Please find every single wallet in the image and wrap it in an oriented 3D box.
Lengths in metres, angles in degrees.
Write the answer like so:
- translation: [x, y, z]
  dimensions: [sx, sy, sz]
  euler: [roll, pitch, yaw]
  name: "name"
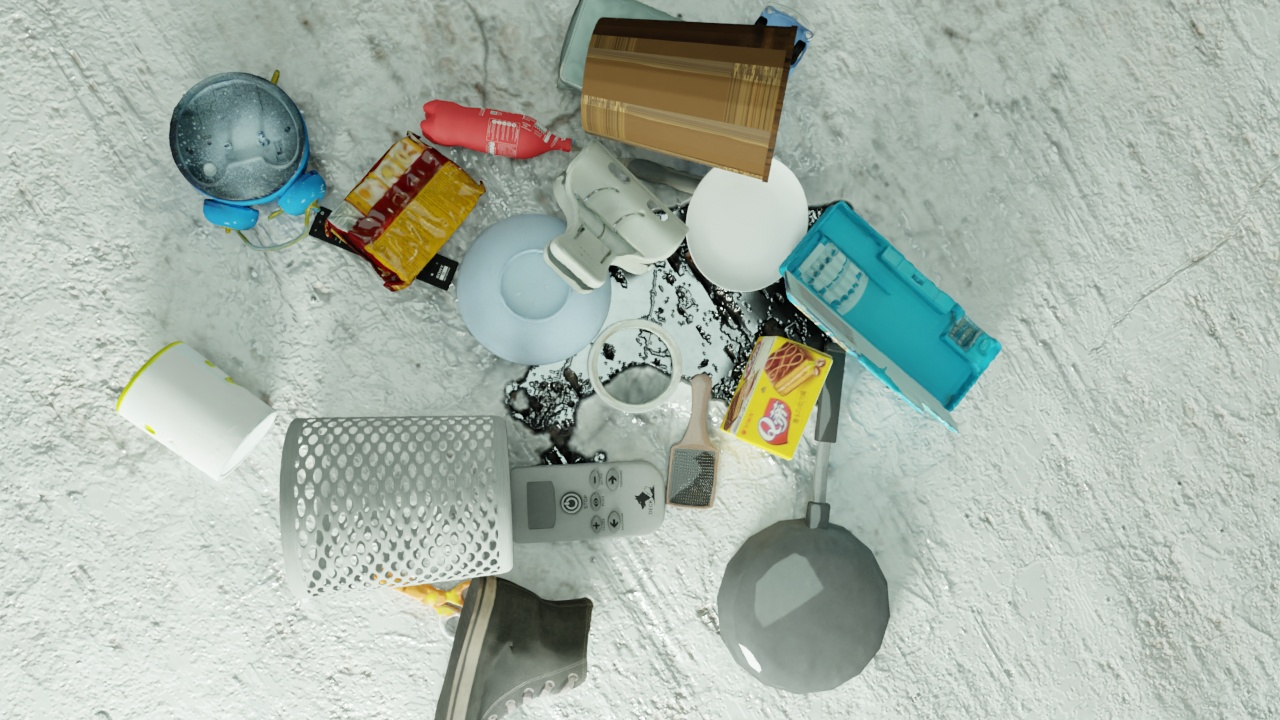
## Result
- translation: [-0.008, -0.289, 0.882]
  dimensions: [0.131, 0.054, 0.100]
  euler: [20, 100, -7]
  name: "wallet"

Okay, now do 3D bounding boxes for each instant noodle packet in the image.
- translation: [-0.221, -0.141, 0.860]
  dimensions: [0.098, 0.040, 0.135]
  euler: [37, 76, -3]
  name: "instant noodle packet"

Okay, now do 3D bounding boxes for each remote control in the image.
- translation: [-0.245, -0.107, 0.879]
  dimensions: [0.140, 0.009, 0.030]
  euler: [22, 89, -6]
  name: "remote control"
- translation: [-0.051, 0.138, 0.900]
  dimensions: [0.151, 0.019, 0.074]
  euler: [-2, 91, -6]
  name: "remote control"

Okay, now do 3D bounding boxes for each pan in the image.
- translation: [0.177, 0.160, 0.915]
  dimensions: [0.178, 0.041, 0.357]
  euler: [6, 90, -7]
  name: "pan"

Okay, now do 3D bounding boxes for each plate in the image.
- translation: [0.104, -0.135, 0.902]
  dimensions: [0.134, 0.011, 0.135]
  euler: [-6, 106, -21]
  name: "plate"

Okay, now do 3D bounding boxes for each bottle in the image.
- translation: [-0.136, -0.217, 0.873]
  dimensions: [0.141, 0.042, 0.042]
  euler: [9, 90, -7]
  name: "bottle"

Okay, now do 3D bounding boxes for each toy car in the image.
- translation: [0.107, -0.268, 0.888]
  dimensions: [0.056, 0.054, 0.153]
  euler: [32, 95, 0]
  name: "toy car"

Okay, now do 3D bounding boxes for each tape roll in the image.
- translation: [-0.005, 0.005, 0.906]
  dimensions: [0.093, 0.013, 0.093]
  euler: [0, 90, -6]
  name: "tape roll"

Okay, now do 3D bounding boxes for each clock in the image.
- translation: [-0.357, -0.181, 0.841]
  dimensions: [0.116, 0.060, 0.161]
  euler: [-15, 94, -7]
  name: "clock"

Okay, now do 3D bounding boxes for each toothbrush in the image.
- translation: [0.013, -0.185, 0.902]
  dimensions: [0.185, 0.022, 0.024]
  euler: [15, 69, -5]
  name: "toothbrush"

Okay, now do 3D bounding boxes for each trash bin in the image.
- translation: [-0.208, 0.124, 0.817]
  dimensions: [0.183, 0.156, 0.156]
  euler: [-3, 91, -9]
  name: "trash bin"

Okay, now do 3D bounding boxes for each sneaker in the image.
- translation: [-0.126, 0.321, 0.864]
  dimensions: [0.120, 0.095, 0.234]
  euler: [15, 89, -15]
  name: "sneaker"

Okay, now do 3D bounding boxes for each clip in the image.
- translation: [-0.024, -0.131, 0.834]
  dimensions: [0.126, 0.151, 0.105]
  euler: [42, 126, -11]
  name: "clip"

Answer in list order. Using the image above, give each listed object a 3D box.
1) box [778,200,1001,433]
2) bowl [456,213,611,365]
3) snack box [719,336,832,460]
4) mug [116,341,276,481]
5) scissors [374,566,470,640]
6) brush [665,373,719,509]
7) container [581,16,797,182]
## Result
- translation: [0.235, -0.028, 0.898]
  dimensions: [0.227, 0.084, 0.171]
  euler: [40, 54, -7]
  name: "box"
- translation: [-0.100, -0.069, 0.863]
  dimensions: [0.150, 0.075, 0.150]
  euler: [0, 91, -6]
  name: "bowl"
- translation: [0.130, 0.034, 0.887]
  dimensions: [0.061, 0.083, 0.105]
  euler: [23, 89, -5]
  name: "snack box"
- translation: [-0.399, 0.046, 0.828]
  dimensions: [0.106, 0.082, 0.082]
  euler: [38, 87, -7]
  name: "mug"
- translation: [-0.203, 0.232, 0.890]
  dimensions: [0.128, 0.013, 0.065]
  euler: [22, 88, -7]
  name: "scissors"
- translation: [0.056, 0.081, 0.914]
  dimensions: [0.050, 0.015, 0.135]
  euler: [6, 90, -7]
  name: "brush"
- translation: [0.041, -0.235, 0.804]
  dimensions: [0.167, 0.132, 0.132]
  euler: [11, 90, 6]
  name: "container"
